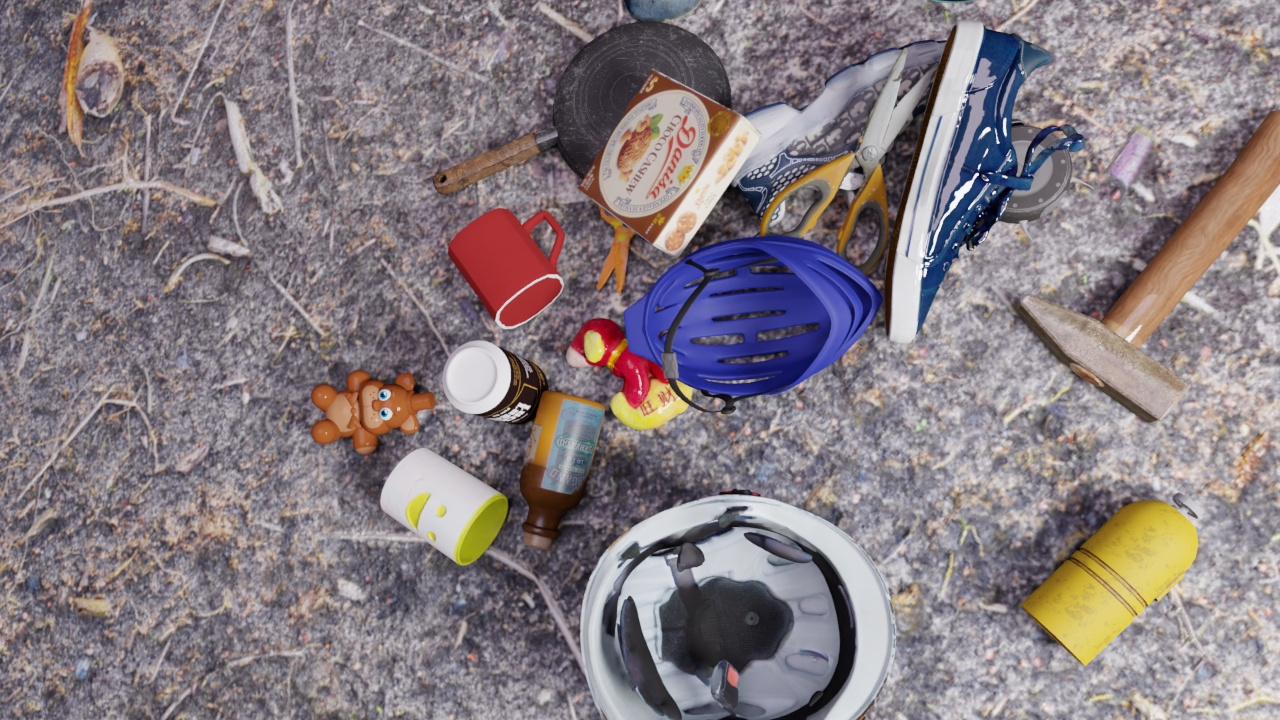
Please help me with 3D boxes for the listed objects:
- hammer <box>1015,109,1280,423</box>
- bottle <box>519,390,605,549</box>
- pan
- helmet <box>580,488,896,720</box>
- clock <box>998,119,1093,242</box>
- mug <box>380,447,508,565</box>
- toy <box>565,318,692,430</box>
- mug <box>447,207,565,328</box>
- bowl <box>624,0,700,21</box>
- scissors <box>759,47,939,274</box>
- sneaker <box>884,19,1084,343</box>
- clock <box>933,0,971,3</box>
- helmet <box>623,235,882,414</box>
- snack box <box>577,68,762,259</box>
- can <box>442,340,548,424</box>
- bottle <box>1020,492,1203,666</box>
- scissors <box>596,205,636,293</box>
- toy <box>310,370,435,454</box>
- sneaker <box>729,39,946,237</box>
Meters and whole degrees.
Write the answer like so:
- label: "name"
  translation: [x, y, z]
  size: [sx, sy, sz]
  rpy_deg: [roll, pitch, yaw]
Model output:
- label: "hammer"
  translation: [0.497, -0.106, 0.839]
  size: [0.158, 0.037, 0.301]
  rpy_deg: [40, 92, 17]
- label: "bottle"
  translation: [-0.087, 0.113, 0.938]
  size: [0.068, 0.068, 0.157]
  rpy_deg: [12, 84, 16]
- label: "pan"
  translation: [-0.076, -0.256, 1.009]
  size: [0.357, 0.040, 0.207]
  rpy_deg: [-19, 73, 9]
- label: "helmet"
  translation: [0.086, 0.238, 0.824]
  size: [0.264, 0.163, 0.236]
  rpy_deg: [-15, 81, 5]
- label: "clock"
  translation: [0.360, -0.181, 0.883]
  size: [0.091, 0.043, 0.123]
  rpy_deg: [-43, 71, 7]
- label: "mug"
  translation: [-0.204, 0.151, 0.955]
  size: [0.106, 0.082, 0.082]
  rpy_deg: [28, 89, 19]
- label: "toy"
  translation: [-0.006, 0.005, 0.941]
  size: [0.137, 0.067, 0.105]
  rpy_deg: [40, 86, 9]
- label: "mug"
  translation: [-0.131, -0.107, 0.982]
  size: [0.116, 0.080, 0.096]
  rpy_deg: [-37, 74, -1]
- label: "bowl"
  translation: [0.022, -0.434, 1.008]
  size: [0.110, 0.055, 0.110]
  rpy_deg: [-2, 80, 13]
- label: "scissors"
  translation: [0.195, -0.183, 0.863]
  size: [0.166, 0.016, 0.226]
  rpy_deg: [8, 123, -1]
- label: "sneaker"
  translation: [0.304, -0.148, 0.836]
  size: [0.127, 0.120, 0.295]
  rpy_deg: [16, 104, 7]
- label: "clock"
  translation: [0.294, -0.398, 0.915]
  size: [0.124, 0.090, 0.053]
  rpy_deg: [13, 94, 16]
- label: "helmet"
  translation: [0.099, -0.031, 0.834]
  size: [0.242, 0.227, 0.148]
  rpy_deg: [-5, 105, 13]
- label: "snack box"
  translation: [0.024, -0.194, 0.899]
  size: [0.143, 0.041, 0.147]
  rpy_deg: [-56, 48, 9]
- label: "can"
  translation: [-0.145, 0.025, 0.936]
  size: [0.072, 0.128, 0.072]
  rpy_deg: [-2, 80, 14]
- label: "bottle"
  translation: [0.417, 0.182, 0.795]
  size: [0.164, 0.071, 0.071]
  rpy_deg: [-46, 73, 4]
- label: "scissors"
  translation: [-0.009, -0.129, 0.988]
  size: [0.084, 0.012, 0.133]
  rpy_deg: [0, 80, 16]
- label: "toy"
  translation: [-0.292, 0.053, 1.005]
  size: [0.128, 0.065, 0.095]
  rpy_deg: [-9, 82, 8]
- label: "sneaker"
  translation: [0.207, -0.214, 0.914]
  size: [0.270, 0.103, 0.132]
  rpy_deg: [-24, 90, 10]
